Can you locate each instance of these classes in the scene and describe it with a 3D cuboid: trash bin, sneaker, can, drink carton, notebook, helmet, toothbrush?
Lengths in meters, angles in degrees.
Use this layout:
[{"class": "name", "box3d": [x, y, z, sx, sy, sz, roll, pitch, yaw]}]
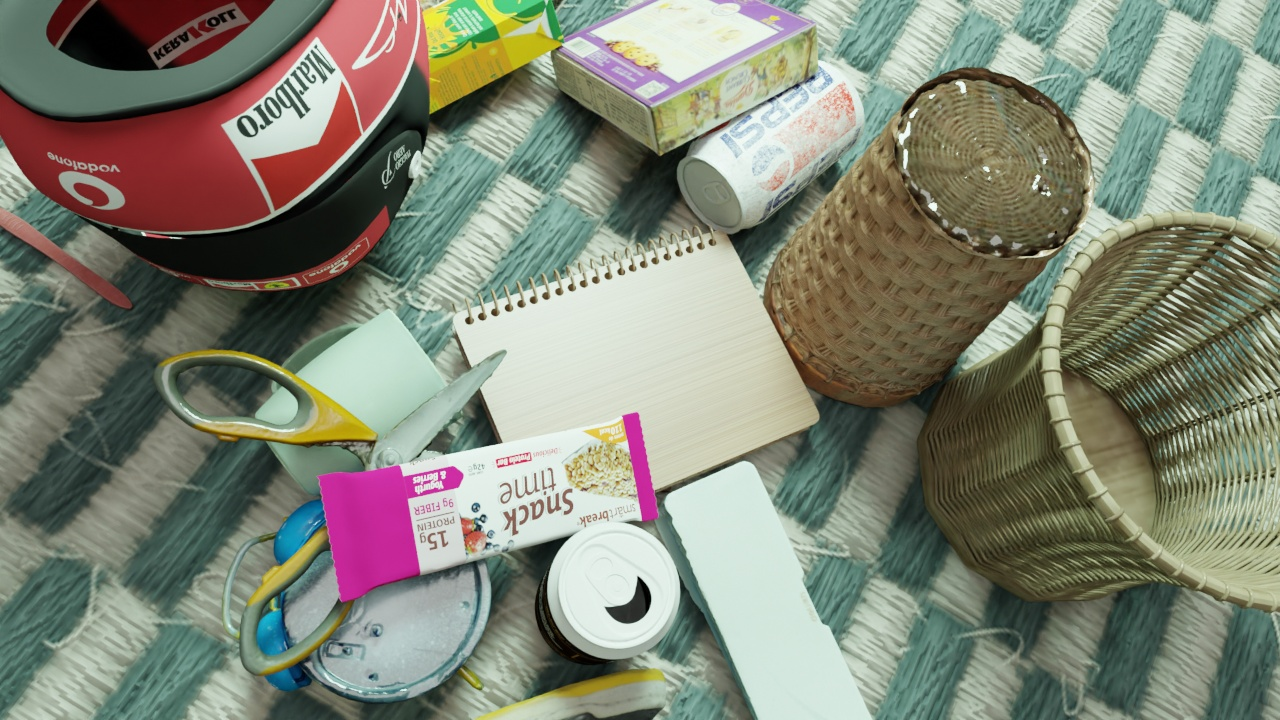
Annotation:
[{"class": "trash bin", "box3d": [0.182, -0.069, 0.599, 0.151, 0.210, 0.151, 3, 71, -9]}, {"class": "sneaker", "box3d": [-0.079, 0.263, 0.501, 0.238, 0.086, 0.122, -19, 69, -12]}, {"class": "can", "box3d": [0.098, -0.160, 0.688, 0.136, 0.078, 0.078, -40, 82, -20]}, {"class": "drink carton", "box3d": [-0.126, -0.236, 0.675, 0.122, 0.041, 0.058, -30, 54, -7]}, {"class": "can", "box3d": [-0.023, 0.138, 0.533, 0.072, 0.129, 0.071, 3, 70, -9]}, {"class": "notebook", "box3d": [-0.004, 0.004, 0.627, 0.210, 0.022, 0.169, -20, 75, -19]}, {"class": "helmet", "box3d": [-0.232, -0.151, 0.545, 0.197, 0.225, 0.270, 11, 57, 1]}, {"class": "toothbrush", "box3d": [-0.412, -0.088, 0.608, 0.184, 0.016, 0.015, 35, 62, 2]}]

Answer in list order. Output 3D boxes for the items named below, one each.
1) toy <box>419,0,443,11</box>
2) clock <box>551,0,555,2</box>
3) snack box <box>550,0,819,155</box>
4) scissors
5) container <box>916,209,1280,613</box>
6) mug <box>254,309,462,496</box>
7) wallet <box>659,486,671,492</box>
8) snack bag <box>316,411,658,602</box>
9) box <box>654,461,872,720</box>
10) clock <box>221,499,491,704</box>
[{"class": "toy", "box3d": [-0.176, -0.292, 0.691, 0.105, 0.085, 0.074, -19, 43, -36]}, {"class": "clock", "box3d": [-0.097, -0.338, 0.729, 0.083, 0.057, 0.117, -9, 65, -13]}, {"class": "snack box", "box3d": [0.030, -0.225, 0.680, 0.147, 0.041, 0.143, -31, 46, -16]}, {"class": "scissors", "box3d": [-0.162, 0.072, 0.514, 0.225, 0.016, 0.225, 16, 77, -20]}, {"class": "container", "box3d": [0.308, 0.051, 0.585, 0.227, 0.196, 0.226, 3, 70, -9]}, {"class": "mug", "box3d": [-0.186, 0.022, 0.580, 0.104, 0.084, 0.111, -35, 52, -15]}, {"class": "wallet", "box3d": [-0.013, 0.026, 0.637, 0.087, 0.013, 0.120, 12, 67, -8]}, {"class": "snack bag", "box3d": [-0.080, 0.081, 0.533, 0.196, 0.016, 0.070, -9, 89, -27]}, {"class": "box", "box3d": [0.079, 0.166, 0.584, 0.084, 0.071, 0.199, -17, 75, -35]}, {"class": "clock", "box3d": [-0.166, 0.140, 0.546, 0.161, 0.060, 0.116, 9, 70, -5]}]
